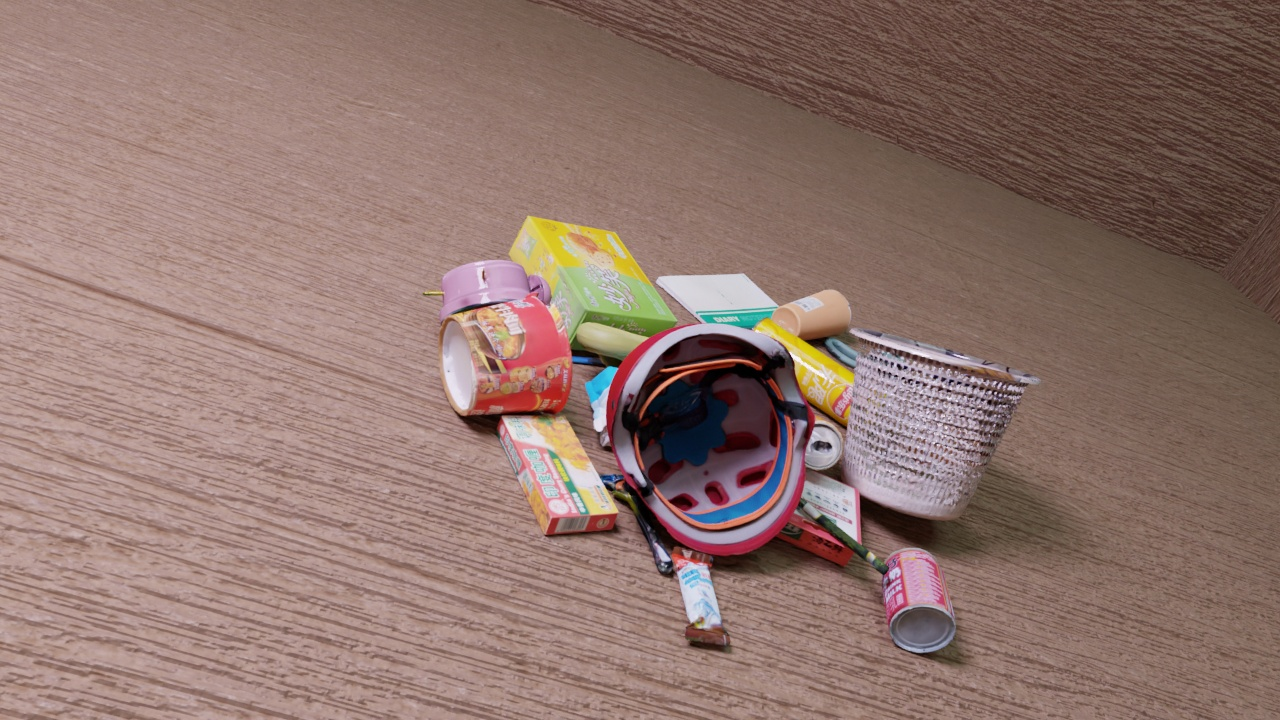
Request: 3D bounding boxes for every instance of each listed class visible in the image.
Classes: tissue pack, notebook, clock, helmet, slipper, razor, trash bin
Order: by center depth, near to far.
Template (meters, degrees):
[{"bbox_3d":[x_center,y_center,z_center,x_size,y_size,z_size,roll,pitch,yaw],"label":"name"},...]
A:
[{"bbox_3d":[0.000,0.162,0.946,0.042,0.022,0.142,2,36,-31],"label":"razor"},{"bbox_3d":[0.063,0.071,0.961,0.206,0.240,0.144,-21,16,-13],"label":"helmet"},{"bbox_3d":[0.008,0.063,1.071,0.140,0.063,0.090,11,34,-20],"label":"tissue pack"},{"bbox_3d":[-0.175,-0.072,1.112,0.158,0.117,0.059,17,58,-60],"label":"clock"},{"bbox_3d":[0.342,0.080,1.114,0.227,0.192,0.227,14,8,-2],"label":"trash bin"},{"bbox_3d":[-0.007,0.007,1.145,0.190,0.081,0.092,18,5,-40],"label":"slipper"},{"bbox_3d":[0.144,-0.093,1.482,0.208,0.012,0.150,-7,42,-43],"label":"notebook"}]

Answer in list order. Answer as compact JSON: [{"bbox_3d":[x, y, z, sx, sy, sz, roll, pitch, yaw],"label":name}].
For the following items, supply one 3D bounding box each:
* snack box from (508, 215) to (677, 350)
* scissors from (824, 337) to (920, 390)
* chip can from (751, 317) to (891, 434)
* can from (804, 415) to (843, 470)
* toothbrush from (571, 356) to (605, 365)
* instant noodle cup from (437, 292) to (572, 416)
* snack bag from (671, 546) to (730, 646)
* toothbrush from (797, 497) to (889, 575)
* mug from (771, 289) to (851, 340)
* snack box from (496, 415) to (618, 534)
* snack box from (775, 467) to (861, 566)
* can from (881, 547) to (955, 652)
[{"bbox_3d":[-0.067,-0.101,1.252,0.157,0.070,0.210,5,39,-39],"label":"snack box"},{"bbox_3d":[0.372,-0.009,1.499,0.179,0.019,0.170,16,31,-15],"label":"scissors"},{"bbox_3d":[0.247,0.023,1.303,0.213,0.072,0.071,36,31,22],"label":"chip can"},{"bbox_3d":[0.210,0.098,1.108,0.058,0.058,0.146,28,3,7],"label":"can"},{"bbox_3d":[-0.022,0.002,1.200,0.189,0.016,0.014,6,29,-27],"label":"toothbrush"},{"bbox_3d":[-0.152,0.001,1.001,0.108,0.138,0.138,-9,42,-30],"label":"instant noodle cup"},{"bbox_3d":[0.057,0.225,0.876,0.048,0.026,0.104,15,32,-16],"label":"snack bag"},{"bbox_3d":[0.187,0.168,0.986,0.186,0.012,0.017,38,37,24],"label":"toothbrush"},{"bbox_3d":[0.270,-0.068,1.468,0.122,0.078,0.078,-14,46,-42],"label":"mug"},{"bbox_3d":[-0.089,0.115,0.953,0.077,0.027,0.155,1,36,-32],"label":"snack box"},{"bbox_3d":[0.189,0.174,1.038,0.113,0.044,0.126,24,28,0],"label":"snack box"},{"bbox_3d":[0.290,0.249,0.963,0.066,0.067,0.093,21,29,-4],"label":"can"}]
